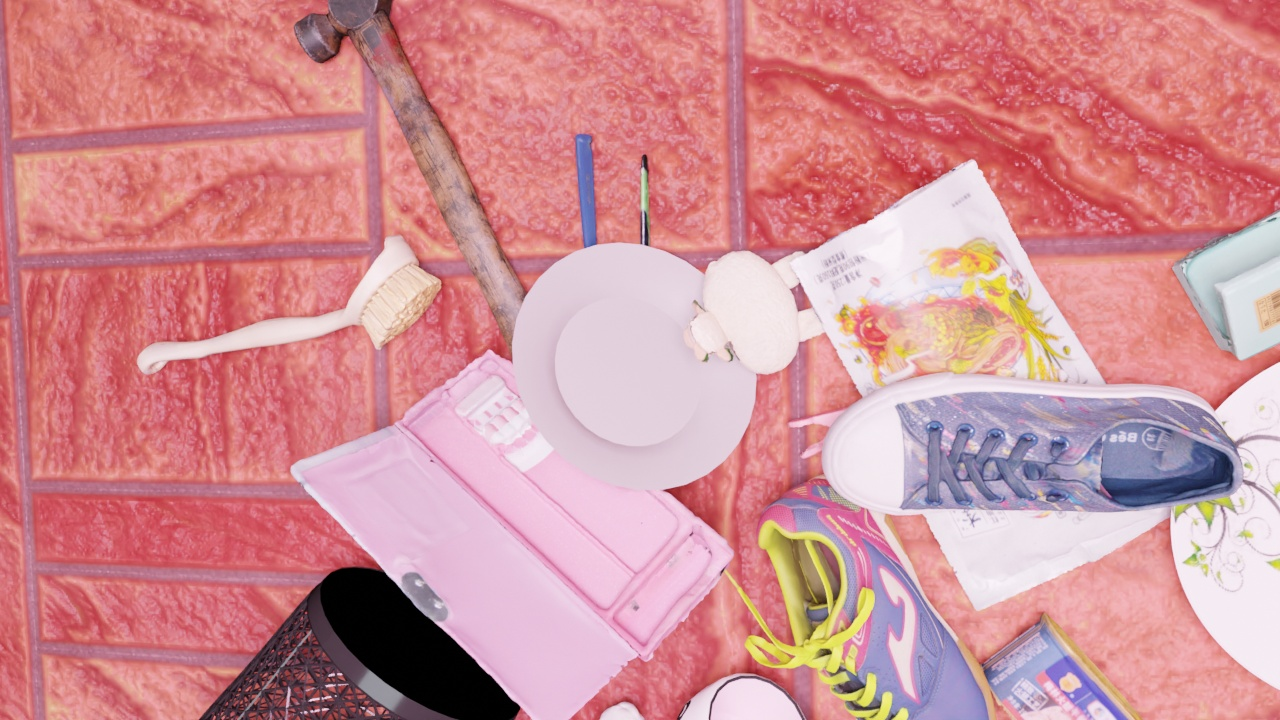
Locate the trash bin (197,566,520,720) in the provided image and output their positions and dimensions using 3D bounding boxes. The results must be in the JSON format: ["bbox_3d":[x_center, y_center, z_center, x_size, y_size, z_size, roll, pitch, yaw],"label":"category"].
[{"bbox_3d":[-0.218,0.292,0.636,0.217,0.217,0.243,35,93,8],"label":"trash bin"}]

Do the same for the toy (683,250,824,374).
[{"bbox_3d":[0.074,-0.032,0.622,0.112,0.050,0.087,-26,88,-11],"label":"toy"}]

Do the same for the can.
[{"bbox_3d":[0.275,0.222,0.594,0.059,0.054,0.100,-42,84,13],"label":"can"}]

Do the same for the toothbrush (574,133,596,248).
[{"bbox_3d":[-0.031,-0.068,0.664,0.017,0.016,0.190,-5,92,5],"label":"toothbrush"}]

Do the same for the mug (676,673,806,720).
[{"bbox_3d":[0.054,0.270,0.614,0.090,0.123,0.076,45,137,22],"label":"mug"}]

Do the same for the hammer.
[{"bbox_3d":[-0.133,-0.133,0.676,0.120,0.033,0.330,-27,88,11],"label":"hammer"}]

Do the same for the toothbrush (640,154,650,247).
[{"bbox_3d":[0.002,-0.053,0.658,0.017,0.014,0.188,0,93,20],"label":"toothbrush"}]

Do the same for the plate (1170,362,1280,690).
[{"bbox_3d":[0.446,0.100,0.560,0.230,0.030,0.229,1,93,13],"label":"plate"}]

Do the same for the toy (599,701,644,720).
[{"bbox_3d":[-0.053,0.336,0.604,0.138,0.208,0.085,-21,116,16],"label":"toy"}]

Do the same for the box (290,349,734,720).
[{"bbox_3d":[-0.080,0.105,0.583,0.233,0.179,0.055,39,140,22],"label":"box"}]

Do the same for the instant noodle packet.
[{"bbox_3d":[0.221,0.019,0.596,0.147,0.057,0.269,-30,91,13],"label":"instant noodle packet"}]

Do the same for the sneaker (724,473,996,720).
[{"bbox_3d":[0.143,0.197,0.597,0.117,0.090,0.241,-31,82,47],"label":"sneaker"}]

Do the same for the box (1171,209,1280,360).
[{"bbox_3d":[0.427,-0.070,0.530,0.189,0.079,0.077,-28,88,13],"label":"box"}]

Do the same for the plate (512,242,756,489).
[{"bbox_3d":[-0.004,0.003,0.620,0.172,0.019,0.172,7,70,-19],"label":"plate"}]

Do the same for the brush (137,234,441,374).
[{"bbox_3d":[-0.276,-0.027,0.705,0.273,0.062,0.077,-15,86,17],"label":"brush"}]

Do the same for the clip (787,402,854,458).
[{"bbox_3d":[0.131,0.042,0.633,0.057,0.022,0.035,-23,86,7],"label":"clip"}]

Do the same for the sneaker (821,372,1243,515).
[{"bbox_3d":[0.227,0.053,0.541,0.236,0.079,0.087,-3,100,9],"label":"sneaker"}]
